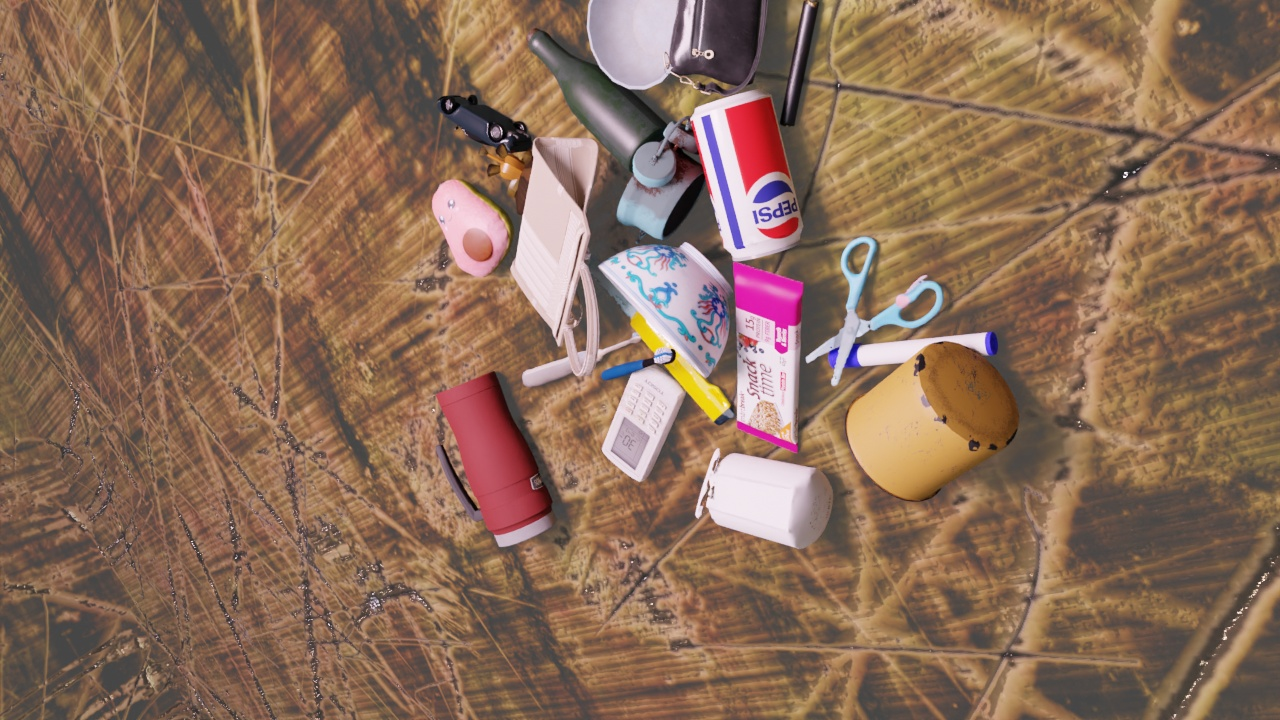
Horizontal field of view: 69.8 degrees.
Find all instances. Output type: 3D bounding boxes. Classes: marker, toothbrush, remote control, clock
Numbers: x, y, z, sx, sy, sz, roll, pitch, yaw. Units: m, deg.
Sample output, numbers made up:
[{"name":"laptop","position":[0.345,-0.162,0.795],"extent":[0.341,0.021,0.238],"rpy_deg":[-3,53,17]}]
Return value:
[{"name":"marker","position":[0.226,-0.009,0.773],"extent":[0.142,0.020,0.020],"rpy_deg":[-6,105,40]},{"name":"toothbrush","position":[-0.066,0.000,1.009],"extent":[0.186,0.024,0.022],"rpy_deg":[-20,135,42]},{"name":"toothbrush","position":[-0.006,0.005,0.928],"extent":[0.168,0.014,0.014],"rpy_deg":[163,116,-64]},{"name":"remote control","position":[0.003,0.065,0.980],"extent":[0.060,0.025,0.139],"rpy_deg":[37,128,21]},{"name":"clock","position":[0.023,-0.163,0.821],"extent":[0.053,0.089,0.124],"rpy_deg":[34,142,9]}]

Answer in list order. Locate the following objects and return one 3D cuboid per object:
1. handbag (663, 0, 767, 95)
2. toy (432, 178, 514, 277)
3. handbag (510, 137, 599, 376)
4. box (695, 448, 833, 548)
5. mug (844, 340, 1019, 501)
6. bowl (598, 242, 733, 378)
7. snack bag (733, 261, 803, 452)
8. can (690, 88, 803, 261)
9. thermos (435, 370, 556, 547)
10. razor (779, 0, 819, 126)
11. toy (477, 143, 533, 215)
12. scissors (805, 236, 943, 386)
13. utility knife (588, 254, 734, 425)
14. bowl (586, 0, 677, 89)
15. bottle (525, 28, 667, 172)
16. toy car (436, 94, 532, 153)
[{"name":"handbag","position":[0.060,-0.281,0.741],"extent":[0.079,0.054,0.129],"rpy_deg":[3,108,0]},{"name":"toy","position":[-0.190,-0.151,1.023],"extent":[0.110,0.051,0.090],"rpy_deg":[51,130,11]},{"name":"handbag","position":[-0.068,-0.076,0.863],"extent":[0.176,0.062,0.197],"rpy_deg":[111,150,-52]},{"name":"box","position":[0.106,0.129,0.885],"extent":[0.143,0.089,0.080],"rpy_deg":[8,95,39]},{"name":"mug","position":[0.242,0.050,0.732],"extent":[0.094,0.123,0.100],"rpy_deg":[128,150,-49]},{"name":"bowl","position":[0.037,-0.061,0.850],"extent":[0.074,0.144,0.144],"rpy_deg":[-44,76,1]},{"name":"snack bag","position":[0.115,0.002,0.842],"extent":[0.070,0.016,0.197],"rpy_deg":[23,137,31]},{"name":"can","position":[0.092,-0.157,0.781],"extent":[0.070,0.070,0.132],"rpy_deg":[-7,105,40]},{"name":"thermos","position":[-0.184,0.123,1.108],"extent":[0.108,0.084,0.198],"rpy_deg":[-22,93,7]},{"name":"razor","position":[0.130,-0.261,0.741],"extent":[0.042,0.022,0.144],"rpy_deg":[-111,20,-58]},{"name":"toy","position":[-0.117,-0.188,0.927],"extent":[0.076,0.100,0.062],"rpy_deg":[-65,19,0]},{"name":"scissors","position":[0.182,-0.047,0.782],"extent":[0.141,0.015,0.111],"rpy_deg":[-35,78,30]},{"name":"utility knife","position":[0.017,-0.023,0.934],"extent":[0.223,0.019,0.031],"rpy_deg":[48,120,8]},{"name":"bowl","position":[0.006,-0.296,0.810],"extent":[0.106,0.039,0.106],"rpy_deg":[16,118,33]},{"name":"bottle","position":[-0.047,-0.253,0.863],"extent":[0.174,0.055,0.055],"rpy_deg":[47,131,15]},{"name":"toy car","position":[-0.164,-0.247,0.965],"extent":[0.112,0.046,0.034],"rpy_deg":[33,121,21]}]
